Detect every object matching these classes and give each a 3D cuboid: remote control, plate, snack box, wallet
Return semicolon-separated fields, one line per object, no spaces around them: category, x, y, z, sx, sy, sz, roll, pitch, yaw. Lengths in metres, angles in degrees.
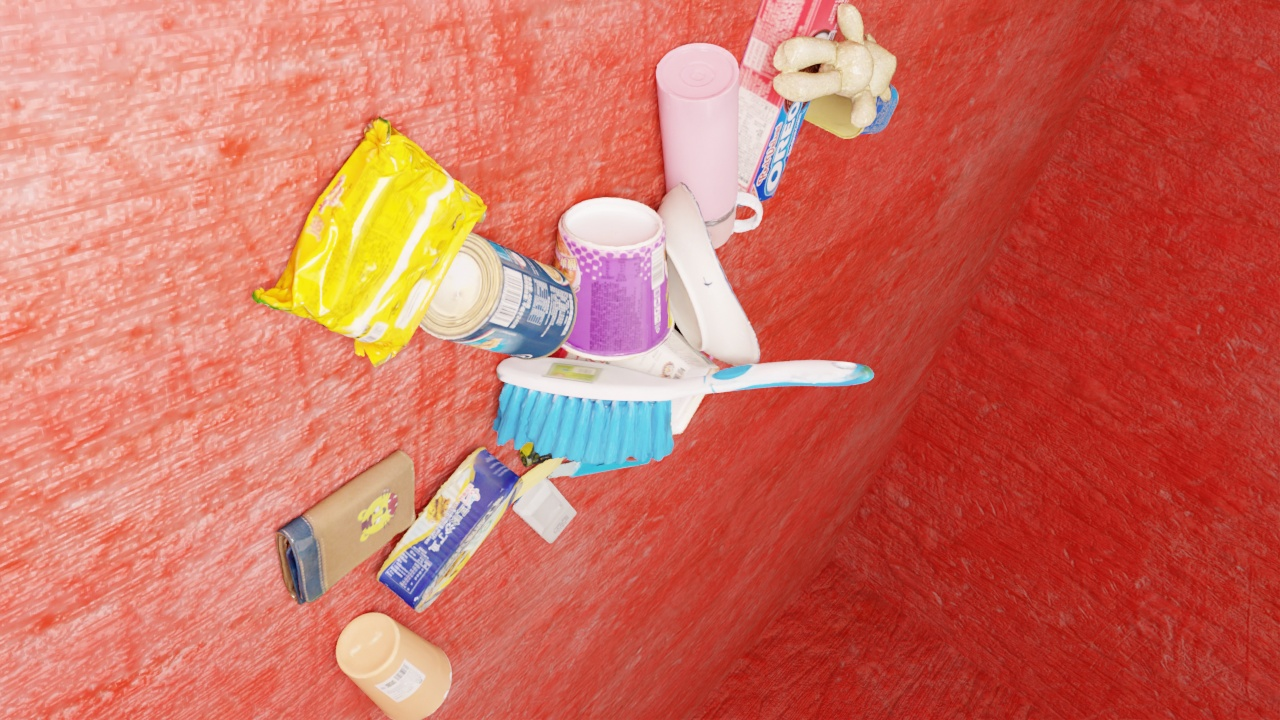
remote control;-0.103;0.166;1.009;0.049;0.024;0.125;-49;157;-13
plate;0.044;-0.064;0.799;0.034;0.164;0.164;-24;-177;-7
snack box;0.121;-0.247;0.843;0.057;0.058;0.208;-25;143;-46
wallet;-0.225;0.130;0.712;0.115;0.033;0.090;-39;152;-42

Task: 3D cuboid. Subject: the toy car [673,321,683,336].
toy car;0.024;-0.031;0.966;0.158;0.042;0.070;-60;157;10

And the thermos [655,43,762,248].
thermos;0.062;-0.174;0.793;0.199;0.087;0.067;78;17;-58

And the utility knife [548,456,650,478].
utility knife;-0.043;0.116;1.055;0.181;0.018;0.034;-5;127;-53

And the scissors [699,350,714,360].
scissors;0.041;-0.004;1.051;0.133;0.017;0.134;-23;135;-31

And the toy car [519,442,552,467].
toy car;-0.087;0.068;0.876;0.048;0.032;0.105;-16;157;-28

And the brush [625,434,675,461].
brush;-0.017;0.075;1.002;0.145;0.063;0.069;11;99;-64

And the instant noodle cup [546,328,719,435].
instant noodle cup;-0.005;0.005;0.851;0.116;0.124;0.116;-61;156;14

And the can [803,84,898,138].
can;0.197;-0.264;0.913;0.083;0.102;0.057;-23;141;-55

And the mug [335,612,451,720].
mug;-0.232;0.284;0.856;0.078;0.078;0.123;-47;152;-20

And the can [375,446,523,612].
can;-0.166;0.148;0.804;0.148;0.049;0.074;-52;173;-2

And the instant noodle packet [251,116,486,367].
instant noodle packet;-0.159;-0.067;0.554;0.128;0.044;0.110;-58;151;-3

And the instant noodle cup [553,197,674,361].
instant noodle cup;-0.025;-0.071;0.745;0.111;0.112;0.099;-36;141;-39

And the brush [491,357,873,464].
brush;0.025;0.035;0.758;0.060;0.315;0.110;-63;158;-62

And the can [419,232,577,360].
can;-0.103;-0.044;0.654;0.075;0.075;0.111;-58;157;6

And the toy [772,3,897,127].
toy;0.169;-0.250;0.791;0.156;0.066;0.105;-19;96;-45

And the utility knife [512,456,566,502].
utility knife;-0.120;0.130;0.931;0.183;0.019;0.031;-30;151;-34
